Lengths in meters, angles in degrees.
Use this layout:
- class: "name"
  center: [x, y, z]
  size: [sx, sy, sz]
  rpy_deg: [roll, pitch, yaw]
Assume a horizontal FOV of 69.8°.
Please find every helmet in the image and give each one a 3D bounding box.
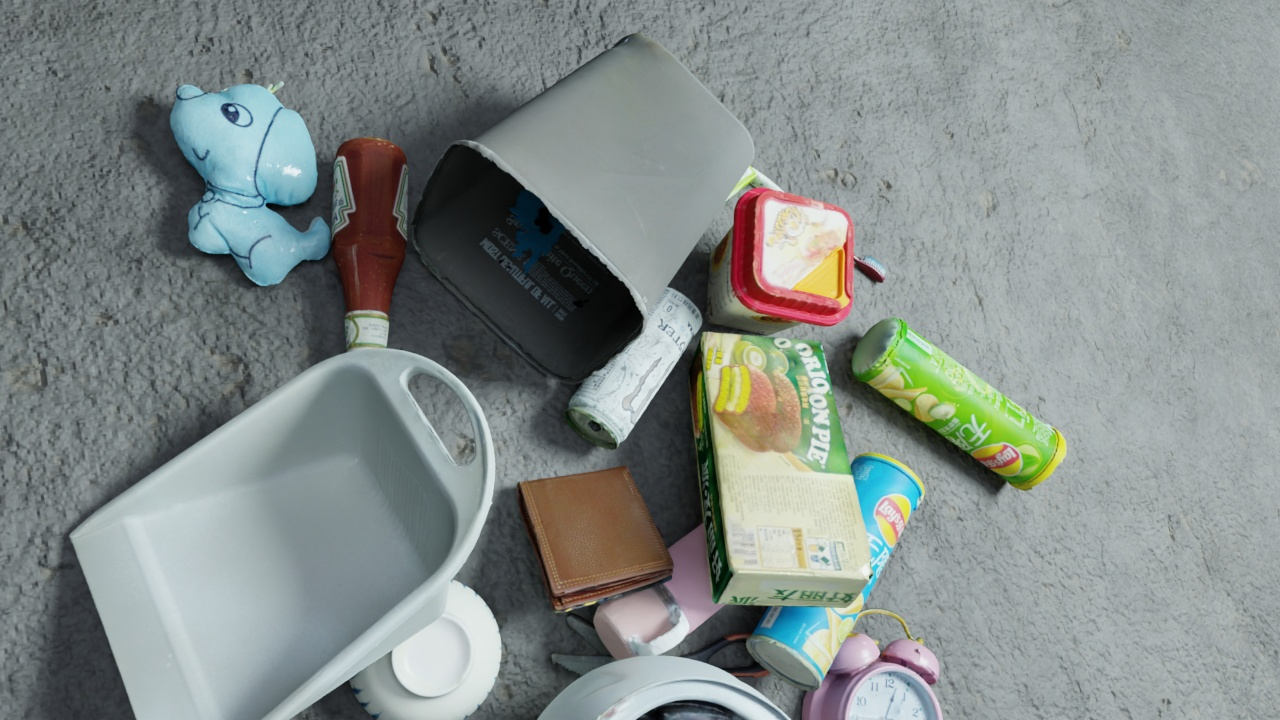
- class: "helmet"
  center: [-0.001, 0.329, 0.668]
  size: [0.229, 0.146, 0.259]
  rpy_deg: [3, 101, -16]

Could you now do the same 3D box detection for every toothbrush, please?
- class: "toothbrush"
  center: [0.179, -0.141, 0.937]
  size: [0.187, 0.016, 0.017]
  rpy_deg: [37, 58, -8]

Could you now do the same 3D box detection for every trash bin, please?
- class: "trash bin"
  center: [-0.040, -0.133, 0.768]
  size: [0.199, 0.199, 0.219]
  rpy_deg: [43, 58, -7]

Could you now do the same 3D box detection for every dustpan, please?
- class: "dustpan"
  center: [-0.231, 0.108, 0.617]
  size: [0.257, 0.143, 0.222]
  rpy_deg: [-22, 56, -30]

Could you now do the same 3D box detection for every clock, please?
- class: "clock"
  center: [0.207, 0.298, 0.803]
  size: [0.117, 0.060, 0.158]
  rpy_deg: [13, 70, -17]

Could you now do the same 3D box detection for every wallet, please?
- class: "wallet"
  center: [-0.038, 0.138, 0.744]
  size: [0.101, 0.032, 0.124]
  rpy_deg: [-9, 42, -19]

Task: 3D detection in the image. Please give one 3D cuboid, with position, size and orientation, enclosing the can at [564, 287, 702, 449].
- class: "can"
  center: [-0.005, 0.005, 0.806]
  size: [0.058, 0.058, 0.146]
  rpy_deg: [38, 66, -7]

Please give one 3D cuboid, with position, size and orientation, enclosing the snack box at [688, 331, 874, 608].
- class: "snack box"
  center: [0.109, 0.085, 0.766]
  size: [0.114, 0.063, 0.239]
  rpy_deg: [4, 49, -9]

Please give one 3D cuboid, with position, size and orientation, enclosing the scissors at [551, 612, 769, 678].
- class: "scissors"
  center: [0.038, 0.264, 0.776]
  size: [0.213, 0.015, 0.197]
  rpy_deg: [-24, 85, -23]

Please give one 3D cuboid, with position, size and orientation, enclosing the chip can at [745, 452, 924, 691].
- class: "chip can"
  center: [0.175, 0.181, 0.807]
  size: [0.071, 0.071, 0.209]
  rpy_deg: [41, 61, -5]

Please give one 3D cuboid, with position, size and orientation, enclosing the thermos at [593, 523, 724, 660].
- class: "thermos"
  center: [0.057, 0.177, 0.761]
  size: [0.198, 0.087, 0.067]
  rpy_deg: [-30, 103, -29]

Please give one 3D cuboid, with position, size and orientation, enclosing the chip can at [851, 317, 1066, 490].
- class: "chip can"
  center: [0.310, 0.041, 0.904]
  size: [0.221, 0.073, 0.072]
  rpy_deg: [34, 67, -9]

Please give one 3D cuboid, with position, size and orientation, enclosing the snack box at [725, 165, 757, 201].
- class: "snack box"
  center: [0.034, -0.216, 0.898]
  size: [0.085, 0.026, 0.156]
  rpy_deg: [-41, 92, -25]

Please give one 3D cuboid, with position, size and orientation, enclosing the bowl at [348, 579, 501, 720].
- class: "bowl"
  center: [-0.158, 0.219, 0.686]
  size: [0.116, 0.066, 0.116]
  rpy_deg: [5, 73, -19]

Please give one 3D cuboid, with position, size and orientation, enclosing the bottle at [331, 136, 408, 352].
- class: "bottle"
  center: [-0.222, -0.079, 0.750]
  size: [0.059, 0.060, 0.206]
  rpy_deg: [3, 75, -20]

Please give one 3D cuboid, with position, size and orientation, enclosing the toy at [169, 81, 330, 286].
- class: "toy"
  center: [-0.313, -0.152, 0.741]
  size: [0.161, 0.050, 0.156]
  rpy_deg: [32, 67, -18]

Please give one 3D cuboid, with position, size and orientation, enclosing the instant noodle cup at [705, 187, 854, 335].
- class: "instant noodle cup"
  center: [0.120, -0.081, 0.839]
  size: [0.116, 0.124, 0.116]
  rpy_deg: [10, 73, -17]
